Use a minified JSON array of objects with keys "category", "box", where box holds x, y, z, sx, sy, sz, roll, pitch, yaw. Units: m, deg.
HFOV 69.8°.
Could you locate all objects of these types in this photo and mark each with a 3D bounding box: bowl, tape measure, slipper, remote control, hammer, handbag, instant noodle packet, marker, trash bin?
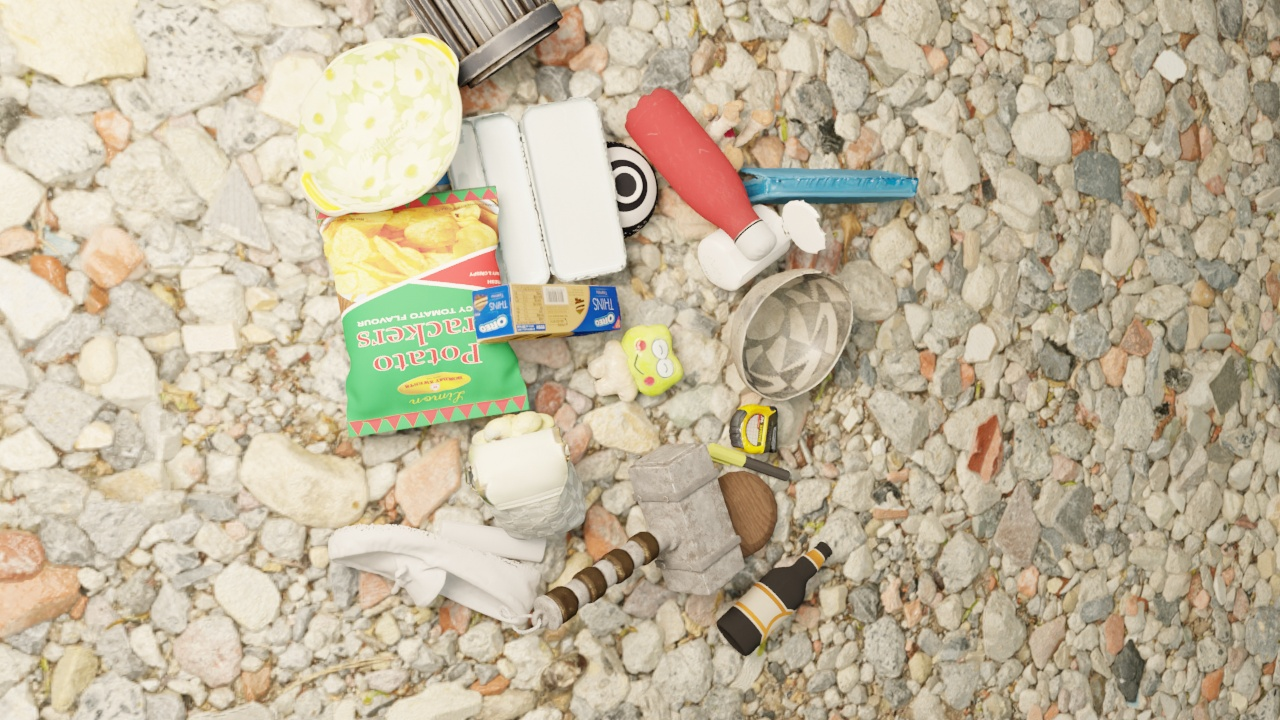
[{"category":"bowl","box":[-0.030,-0.206,1.102,0.120,0.066,0.120,-1,92,-22]},{"category":"bowl","box":[0.179,-0.043,1.177,0.178,0.081,0.179,-14,119,-26]},{"category":"tape measure","box":[0.146,0.089,1.198,0.064,0.037,0.065,-1,90,-22]},{"category":"slipper","box":[-0.229,0.239,1.027,0.246,0.112,0.074,25,42,-24]},{"category":"bowl","box":[0.134,0.204,1.200,0.117,0.030,0.118,-1,92,-22]},{"category":"remote control","box":[-0.175,0.215,1.087,0.130,0.012,0.033,13,87,-22]},{"category":"hammer","box":[-0.021,0.233,1.056,0.325,0.080,0.177,-26,102,-41]},{"category":"bowl","box":[-0.268,-0.242,0.982,0.188,0.060,0.219,41,92,15]},{"category":"handbag","box":[-0.127,0.129,1.039,0.112,0.172,0.123,-16,58,-3]},{"category":"instant noodle packet","box":[-0.238,-0.056,1.006,0.195,0.090,0.252,-8,90,-10]},{"category":"marker","box":[0.143,0.136,1.209,0.123,0.017,0.021,21,117,-22]},{"category":"trash bin","box":[-0.200,-0.424,0.981,0.164,0.164,0.227,-40,109,-16]}]

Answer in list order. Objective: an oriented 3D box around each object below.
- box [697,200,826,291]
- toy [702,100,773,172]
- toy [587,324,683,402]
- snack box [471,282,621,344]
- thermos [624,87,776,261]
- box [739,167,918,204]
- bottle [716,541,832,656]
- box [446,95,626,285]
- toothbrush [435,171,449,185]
[{"category":"box","box":[0.147,-0.140,1.131,0.106,0.150,0.080,-37,106,-19]},{"category":"toy","box":[0.106,-0.273,1.149,0.085,0.074,0.106,-18,131,-52]},{"category":"toy","box":[-0.007,0.007,1.131,0.115,0.046,0.092,-20,102,-12]},{"category":"snack box","box":[-0.099,-0.053,1.026,0.206,0.056,0.057,-5,88,-59]},{"category":"thermos","box":[0.077,-0.217,1.095,0.073,0.073,0.240,-34,78,-18]},{"category":"box","box":[0.241,-0.233,1.196,0.231,0.093,0.052,-4,93,-20]},{"category":"bottle","box":[0.184,0.305,1.208,0.181,0.059,0.059,-39,105,-16]},{"category":"box","box":[-0.121,-0.186,1.054,0.188,0.037,0.209,-14,102,-5]},{"category":"toothbrush","box":[-0.209,-0.213,1.062,0.166,0.014,0.016,-11,97,-17]}]
